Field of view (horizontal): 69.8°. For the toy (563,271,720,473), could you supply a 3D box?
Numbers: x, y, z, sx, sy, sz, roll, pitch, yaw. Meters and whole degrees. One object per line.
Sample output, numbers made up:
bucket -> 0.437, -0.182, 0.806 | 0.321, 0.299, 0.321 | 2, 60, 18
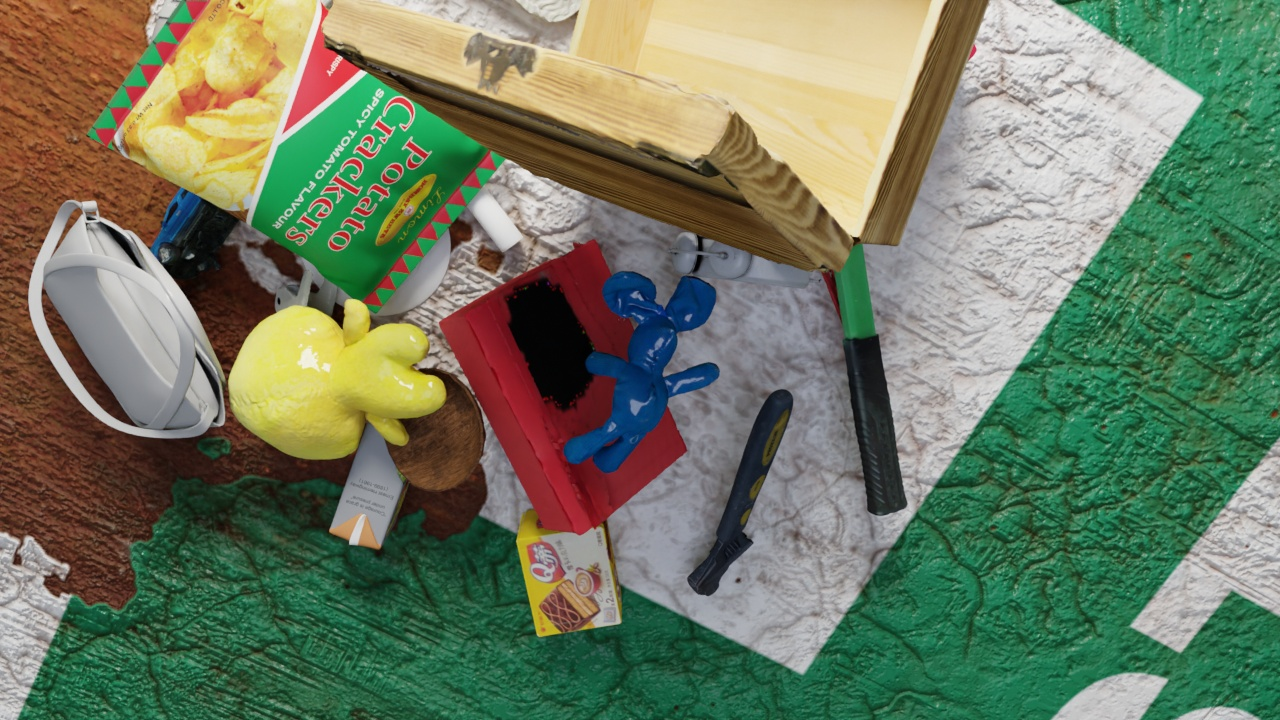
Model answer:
toy -> -0.004, 0.004, 0.699 | 0.112, 0.071, 0.176 | 27, 86, -32

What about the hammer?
hammer -> 0.190, -0.022, 0.788 | 0.130, 0.032, 0.319 | -14, 99, -24

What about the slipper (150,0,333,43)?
slipper -> -0.304, -0.283, 0.726 | 0.266, 0.080, 0.113 | -42, 105, 10

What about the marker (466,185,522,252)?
marker -> -0.150, -0.155, 0.793 | 0.027, 0.023, 0.133 | -40, 103, -12

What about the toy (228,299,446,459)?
toy -> -0.255, 0.018, 0.755 | 0.208, 0.092, 0.134 | -10, 102, 15

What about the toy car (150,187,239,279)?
toy car -> -0.374, -0.124, 0.786 | 0.043, 0.056, 0.120 | 38, 97, 12

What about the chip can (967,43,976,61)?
chip can -> 0.180, -0.318, 0.726 | 0.069, 0.069, 0.220 | -36, 104, 9

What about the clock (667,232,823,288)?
clock -> 0.077, -0.077, 0.702 | 0.122, 0.095, 0.035 | 1, 98, -39

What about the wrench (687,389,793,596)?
wrench -> 0.090, 0.127, 0.822 | 0.073, 0.022, 0.274 | -24, 143, -33

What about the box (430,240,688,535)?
box -> -0.080, 0.023, 0.813 | 0.153, 0.164, 0.214 | -7, 113, 48

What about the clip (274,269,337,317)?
clip -> -0.301, -0.042, 0.815 | 0.052, 0.058, 0.102 | 12, 114, -20

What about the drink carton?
drink carton -> -0.236, 0.101, 0.841 | 0.048, 0.076, 0.125 | 21, 100, -6

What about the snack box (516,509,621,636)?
snack box -> -0.066, 0.196, 0.874 | 0.083, 0.061, 0.106 | -9, 105, 2

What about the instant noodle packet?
instant noodle packet -> -0.254, -0.173, 0.719 | 0.252, 0.090, 0.196 | 35, 104, -32

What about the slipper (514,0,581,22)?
slipper -> -0.133, -0.384, 0.715 | 0.115, 0.052, 0.263 | -43, 113, 8

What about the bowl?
bowl -> -0.168, 0.056, 0.773 | 0.114, 0.026, 0.102 | -28, 85, 32

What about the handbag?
handbag -> -0.407, -0.034, 0.730 | 0.095, 0.223, 0.216 | -37, 107, -36

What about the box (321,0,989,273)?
box -> 0.020, -0.195, 0.581 | 0.279, 0.333, 0.287 | 24, 109, 27

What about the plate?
plate -> -0.237, -0.104, 0.812 | 0.134, 0.011, 0.135 | 0, 106, -1
